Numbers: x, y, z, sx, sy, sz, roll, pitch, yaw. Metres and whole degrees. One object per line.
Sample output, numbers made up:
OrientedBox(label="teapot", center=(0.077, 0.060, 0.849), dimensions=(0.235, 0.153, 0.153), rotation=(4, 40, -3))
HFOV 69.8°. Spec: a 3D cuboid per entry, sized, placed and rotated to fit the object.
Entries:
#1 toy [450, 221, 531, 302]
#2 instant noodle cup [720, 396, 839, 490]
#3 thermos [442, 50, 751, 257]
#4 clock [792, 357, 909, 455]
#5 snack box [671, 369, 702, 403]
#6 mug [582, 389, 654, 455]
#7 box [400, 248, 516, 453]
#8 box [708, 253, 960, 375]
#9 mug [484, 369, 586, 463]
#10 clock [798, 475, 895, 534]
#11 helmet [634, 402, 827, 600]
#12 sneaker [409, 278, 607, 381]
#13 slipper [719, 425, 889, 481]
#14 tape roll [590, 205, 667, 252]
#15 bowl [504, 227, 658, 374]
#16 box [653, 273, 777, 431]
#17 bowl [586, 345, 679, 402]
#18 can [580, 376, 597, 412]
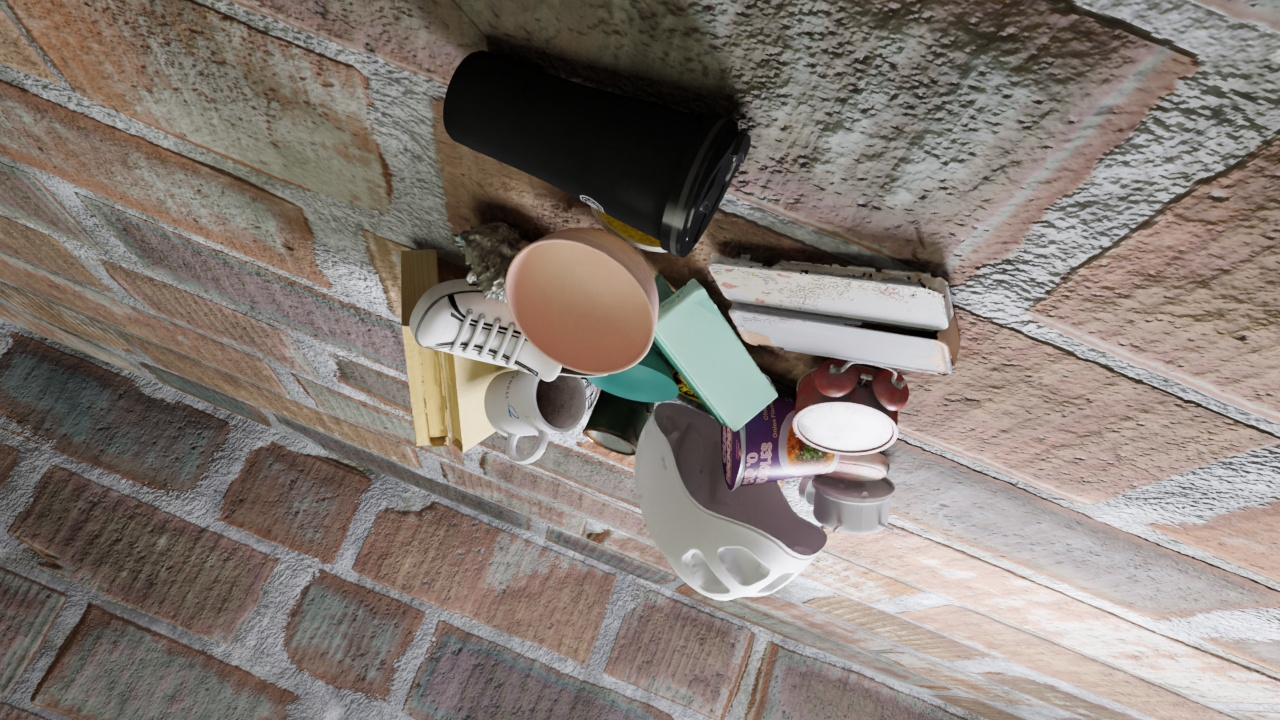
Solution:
OrientedBox(label="toy", center=(-0.115, -0.093, 0.971), dimensions=(0.175, 0.076, 0.132), rotation=(26, -162, -31))
OrientedBox(label="instant noodle cup", center=(0.166, 0.093, 1.077), dimensions=(0.122, 0.122, 0.137), rotation=(0, -171, -4))
OrientedBox(label="thermos", center=(-0.036, -0.163, 0.693), dimensions=(0.219, 0.105, 0.106), rotation=(24, 160, 10))
OrientedBox(label="clock", center=(0.224, 0.038, 0.969), dimensions=(0.110, 0.061, 0.157), rotation=(13, 148, 1))
OrientedBox(label="snack box", center=(0.079, 0.015, 1.117), dimensions=(0.061, 0.025, 0.149), rotation=(24, 160, -4))
OrientedBox(label="mug", center=(-0.018, 0.084, 1.309), dimensions=(0.111, 0.081, 0.085), rotation=(9, 156, 31))
OrientedBox(label="box", center=(-0.232, 0.000, 1.160), dimensions=(0.184, 0.141, 0.249), rotation=(13, 142, 3))
OrientedBox(label="box", center=(0.179, -0.048, 0.848), dimensions=(0.217, 0.043, 0.151), rotation=(11, 153, 28))
OrientedBox(label="mug", center=(-0.131, 0.067, 1.116), dimensions=(0.097, 0.119, 0.083), rotation=(-9, 156, 44))
OrientedBox(label="clock", center=(0.275, 0.176, 1.221), dimensions=(0.120, 0.061, 0.159), rotation=(0, -165, -4))
OrientedBox(label="helmet", center=(0.098, 0.174, 1.189), dimensions=(0.184, 0.282, 0.224), rotation=(-35, 154, 24))
OrientedBox(label="sneaker", center=(-0.128, -0.019, 1.011), dimensions=(0.245, 0.091, 0.097), rotation=(9, -147, -36))
OrientedBox(label="slipper", center=(0.209, 0.111, 1.183), dimensions=(0.222, 0.055, 0.107), rotation=(12, 160, 20))
OrientedBox(label="tape roll", center=(0.001, -0.132, 0.835), dimensions=(0.094, 0.019, 0.094), rotation=(20, 159, 7))
OrientedBox(label="bowl", center=(-0.046, -0.068, 0.883), dimensions=(0.153, 0.075, 0.153), rotation=(12, 130, 15))
OrientedBox(label="box", center=(0.062, -0.011, 0.980), dimensions=(0.189, 0.077, 0.080), rotation=(49, 179, -37))
OrientedBox(label="bowl", center=(-0.007, 0.007, 1.143), dimensions=(0.121, 0.046, 0.121), rotation=(12, 157, 5))
OrientedBox(label="can", center=(-0.098, 0.019, 1.229), dimensions=(0.080, 0.080, 0.146), rotation=(20, 160, 5))
